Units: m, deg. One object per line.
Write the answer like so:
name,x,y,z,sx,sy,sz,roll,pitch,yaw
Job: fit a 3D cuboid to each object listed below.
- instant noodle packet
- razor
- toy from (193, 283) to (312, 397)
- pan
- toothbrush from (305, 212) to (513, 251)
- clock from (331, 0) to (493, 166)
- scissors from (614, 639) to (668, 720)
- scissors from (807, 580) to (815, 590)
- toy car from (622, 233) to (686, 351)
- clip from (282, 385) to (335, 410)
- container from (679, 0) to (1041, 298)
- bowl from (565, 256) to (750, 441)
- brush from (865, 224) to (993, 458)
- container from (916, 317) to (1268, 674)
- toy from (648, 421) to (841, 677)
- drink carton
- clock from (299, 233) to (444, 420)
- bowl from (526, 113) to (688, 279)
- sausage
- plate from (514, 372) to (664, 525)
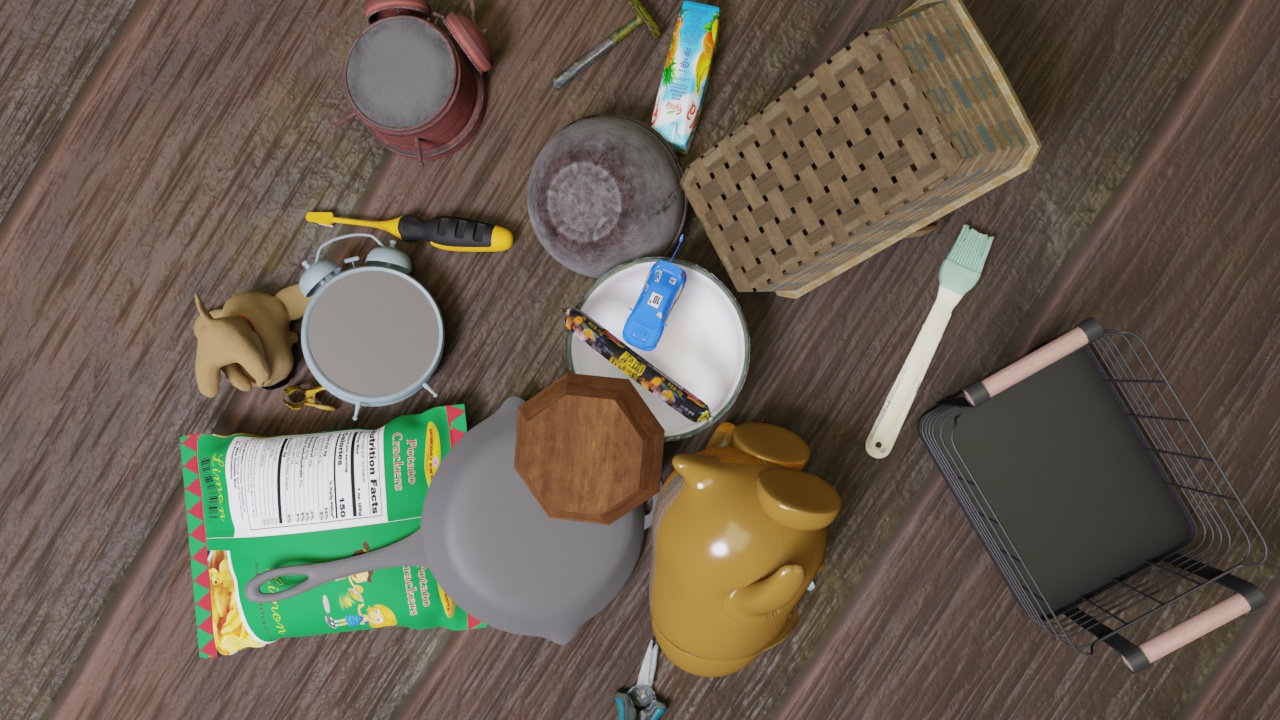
instant noodle packet,-0.270,0.149,0.804,0.253,0.090,0.195,-6,87,0
razor,-0.036,-0.280,0.825,0.106,0.026,0.042,-36,89,8
toy,-0.348,-0.018,0.811,0.134,0.108,0.106,-17,104,4
pan,-0.146,0.149,0.770,0.354,0.024,0.216,-12,88,-14
toothbrush,-0.211,-0.120,0.834,0.197,0.031,0.031,8,75,7
clock,-0.196,-0.257,0.812,0.120,0.072,0.157,24,92,5
scissors,-0.011,0.326,0.817,0.137,0.019,0.129,-33,86,2
scissors,0.126,0.141,0.813,0.063,0.015,0.138,-29,93,8
toy car,0.014,-0.053,0.724,0.033,0.062,0.092,25,91,4
clip,-0.301,0.040,0.837,0.047,0.053,0.039,3,90,-25
container,0.175,-0.163,0.738,0.251,0.185,0.157,-30,86,41
bowl,0.017,-0.009,0.791,0.153,0.073,0.153,0,90,5
brush,0.250,-0.014,0.803,0.033,0.012,0.217,25,93,5
container,0.352,0.100,0.732,0.163,0.130,0.241,-30,87,4
toy,0.078,0.169,0.750,0.162,0.198,0.204,8,115,-15
drink carton,0.039,-0.246,0.806,0.038,0.044,0.129,14,90,6
clock,-0.238,-0.034,0.807,0.122,0.045,0.159,-16,90,-17
bowl,-0.038,-0.136,0.780,0.145,0.067,0.145,4,104,15
sausage,-0.004,0.004,0.746,0.155,0.020,0.020,37,92,4
plate,-0.045,0.075,0.749,0.131,0.025,0.131,1,96,8
